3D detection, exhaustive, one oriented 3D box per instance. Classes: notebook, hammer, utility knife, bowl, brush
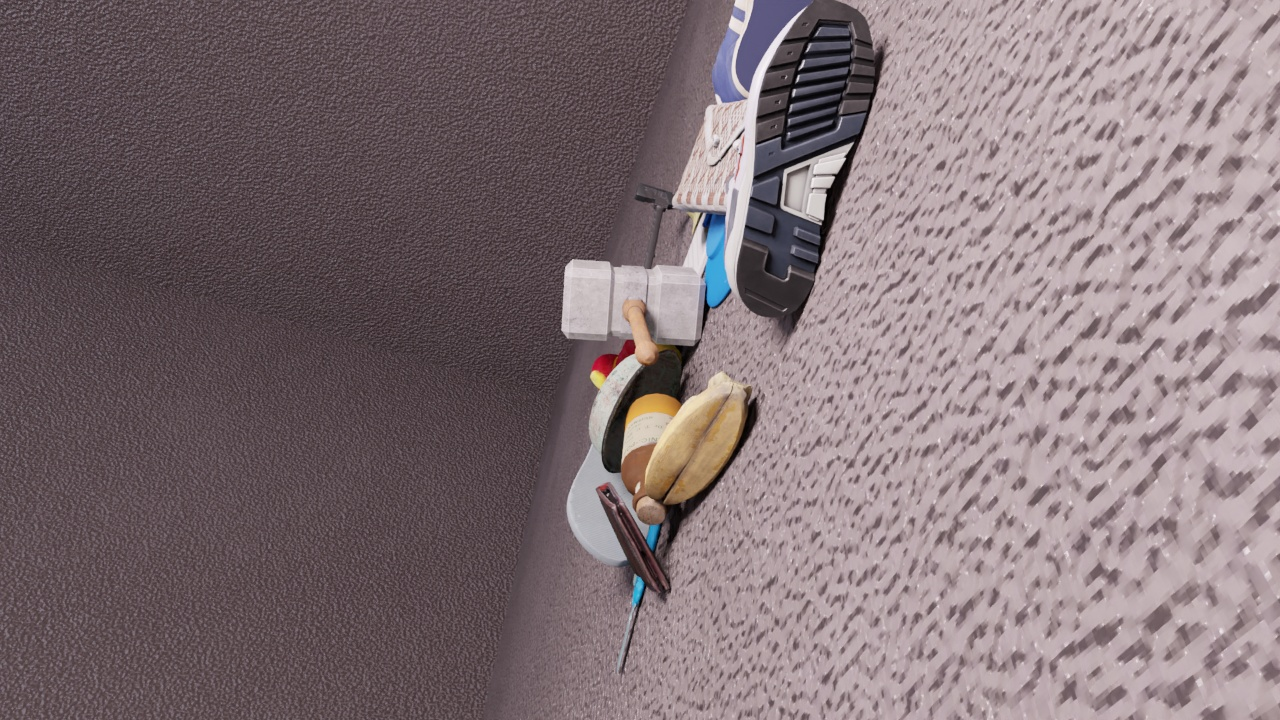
[{"bbox_3d":[0.062,-0.100,1.268,0.142,0.009,0.210,-86,14,-60],"label":"notebook"},{"bbox_3d":[-0.003,-0.041,0.982,0.317,0.162,0.083,-104,18,-75],"label":"hammer"},{"bbox_3d":[0.003,0.225,0.989,0.031,0.015,0.221,123,161,-80],"label":"utility knife"},{"bbox_3d":[-0.011,0.052,1.061,0.157,0.038,0.158,-45,-30,-35],"label":"bowl"},{"bbox_3d":[0.014,-0.118,1.338,0.015,0.095,0.324,119,164,-60],"label":"hammer"},{"bbox_3d":[0.049,0.072,0.810,0.196,0.059,0.043,118,175,-51],"label":"brush"}]

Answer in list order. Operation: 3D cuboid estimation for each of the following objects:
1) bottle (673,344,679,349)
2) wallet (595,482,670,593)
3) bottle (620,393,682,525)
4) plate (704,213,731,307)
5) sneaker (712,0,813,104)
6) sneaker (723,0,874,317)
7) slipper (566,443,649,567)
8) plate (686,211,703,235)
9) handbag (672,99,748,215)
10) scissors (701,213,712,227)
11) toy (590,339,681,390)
[{"bbox_3d":[0.013,0.007,1.225,0.055,0.055,0.174,-86,13,-58],"label":"bottle"},{"bbox_3d":[-0.008,0.174,0.916,0.099,0.031,0.120,62,172,-5],"label":"wallet"},{"bbox_3d":[0.014,0.106,0.949,0.156,0.068,0.068,-84,13,-55],"label":"bottle"},{"bbox_3d":[0.105,-0.171,1.044,0.224,0.024,0.224,-165,92,-83],"label":"plate"},{"bbox_3d":[0.139,-0.384,1.038,0.118,0.091,0.233,140,138,-81],"label":"sneaker"},{"bbox_3d":[0.109,-0.158,0.739,0.124,0.089,0.240,-136,60,-78],"label":"sneaker"},{"bbox_3d":[-0.037,0.151,1.115,0.268,0.098,0.055,-82,12,-53],"label":"slipper"},{"bbox_3d":[0.086,-0.252,1.172,0.184,0.036,0.184,31,-98,-88],"label":"plate"},{"bbox_3d":[0.092,-0.217,0.977,0.124,0.047,0.186,-71,21,4],"label":"handbag"},{"bbox_3d":[0.101,-0.223,1.122,0.133,0.011,0.140,-61,-7,-54],"label":"scissors"},{"bbox_3d":[-0.007,0.007,1.163,0.138,0.067,0.105,-9,85,40],"label":"toy"}]
